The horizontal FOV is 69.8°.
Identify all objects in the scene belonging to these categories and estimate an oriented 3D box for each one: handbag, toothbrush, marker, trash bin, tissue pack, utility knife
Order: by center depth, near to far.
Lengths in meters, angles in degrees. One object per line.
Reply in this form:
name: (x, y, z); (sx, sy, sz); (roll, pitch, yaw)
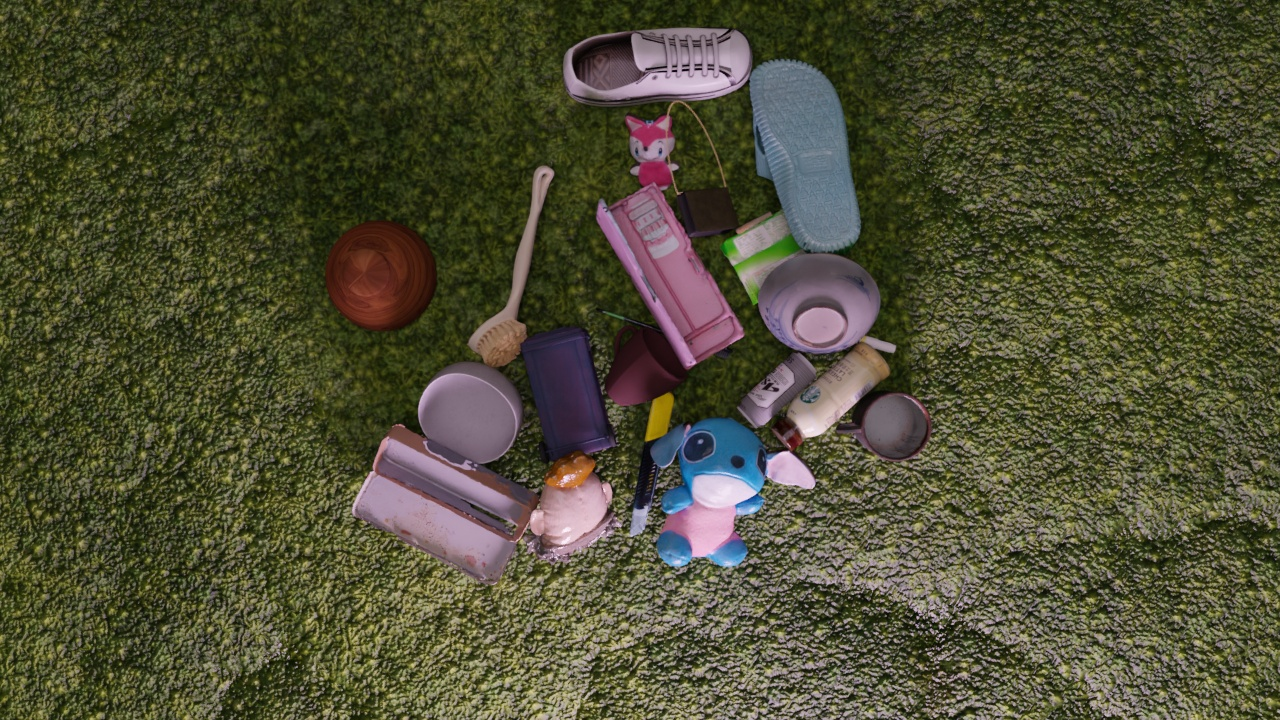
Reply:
trash bin: (-0.092, 0.040, 1.169); (0.094, 0.092, 0.161); (-14, 89, 3)
handbag: (0.069, -0.247, 1.176); (0.084, 0.028, 0.178); (-12, 84, -34)
tissue pack: (0.172, -0.138, 1.181); (0.114, 0.034, 0.099); (-28, 89, 2)
marker: (0.265, -0.033, 1.189); (0.132, 0.014, 0.014); (16, 92, 2)
toothbrush: (0.030, -0.036, 1.201); (0.188, 0.014, 0.017); (18, 100, 3)
utility knife: (0.012, 0.136, 1.203); (0.029, 0.020, 0.198); (12, 91, 4)

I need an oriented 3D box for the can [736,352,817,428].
can: (0.175, 0.038, 1.180); (0.106, 0.044, 0.044); (-43, 89, 3)

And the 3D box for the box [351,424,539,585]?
box: (-0.254, 0.189, 1.193); (0.216, 0.063, 0.157); (27, 104, -4)

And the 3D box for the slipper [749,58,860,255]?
slipper: (0.208, -0.253, 1.160); (0.116, 0.069, 0.276); (-11, 77, -1)

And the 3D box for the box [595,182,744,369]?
box: (0.035, -0.108, 1.135); (0.099, 0.115, 0.232); (-29, 88, 4)

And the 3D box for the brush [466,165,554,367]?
brush: (-0.157, -0.122, 1.190); (0.077, 0.062, 0.272); (16, 88, 18)

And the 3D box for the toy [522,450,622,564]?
toy: (-0.090, 0.180, 1.153); (0.076, 0.132, 0.176); (36, 136, 36)

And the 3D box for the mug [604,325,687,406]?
mug: (-0.007, 0.007, 1.180); (0.088, 0.087, 0.114); (-40, 58, 20)

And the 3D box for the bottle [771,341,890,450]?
bottle: (0.239, 0.048, 1.165); (0.162, 0.056, 0.056); (-41, 89, -1)

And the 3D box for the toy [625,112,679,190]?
toy: (0.016, -0.270, 1.181); (0.065, 0.050, 0.102); (-7, 96, -2)

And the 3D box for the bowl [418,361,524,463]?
bowl: (-0.212, 0.060, 1.181); (0.132, 0.064, 0.132); (5, 117, 9)

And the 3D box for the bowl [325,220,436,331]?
bowl: (-0.346, -0.112, 1.190); (0.147, 0.069, 0.147); (0, 91, 3)

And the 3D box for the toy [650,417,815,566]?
toy: (0.105, 0.169, 1.165); (0.223, 0.099, 0.191); (13, 94, -25)

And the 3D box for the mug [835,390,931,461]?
mug: (0.300, 0.081, 1.156); (0.111, 0.081, 0.085); (-5, 91, 3)

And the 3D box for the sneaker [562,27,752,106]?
sneaker: (0.019, -0.380, 1.152); (0.245, 0.097, 0.091); (-2, 91, 3)

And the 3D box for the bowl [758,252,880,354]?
bowl: (0.221, -0.056, 1.130); (0.151, 0.056, 0.151); (4, 131, 5)
